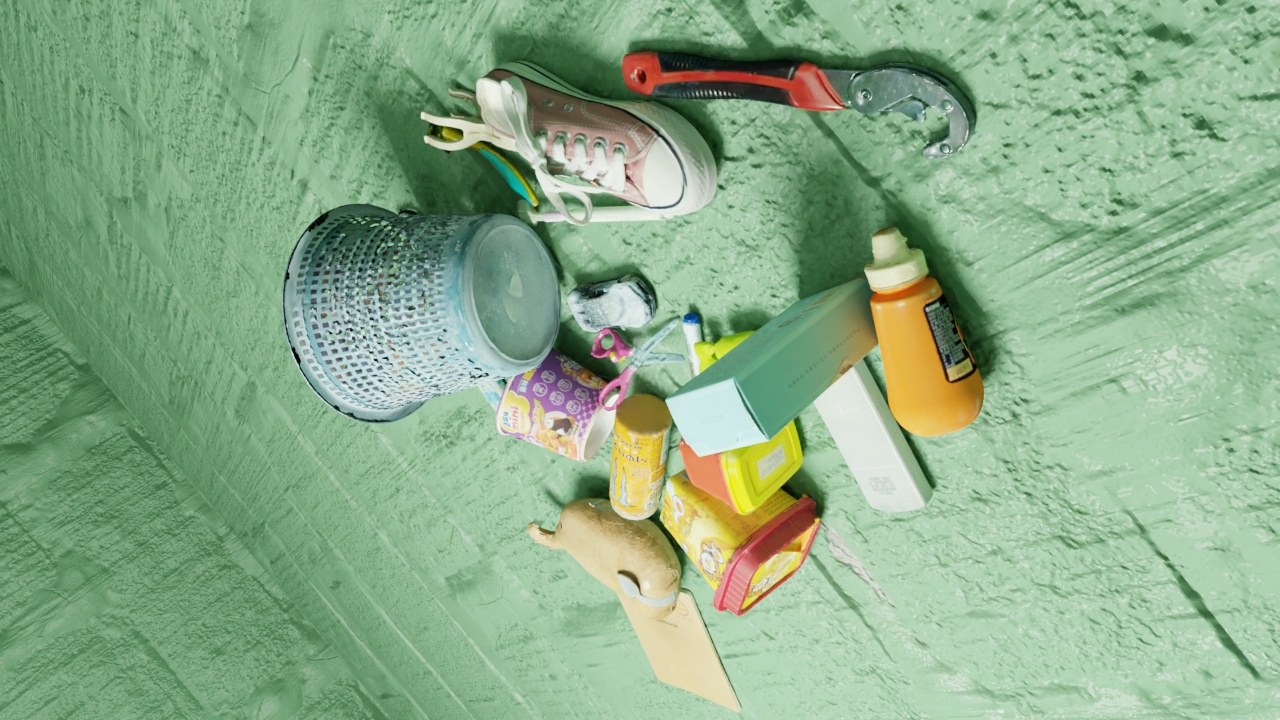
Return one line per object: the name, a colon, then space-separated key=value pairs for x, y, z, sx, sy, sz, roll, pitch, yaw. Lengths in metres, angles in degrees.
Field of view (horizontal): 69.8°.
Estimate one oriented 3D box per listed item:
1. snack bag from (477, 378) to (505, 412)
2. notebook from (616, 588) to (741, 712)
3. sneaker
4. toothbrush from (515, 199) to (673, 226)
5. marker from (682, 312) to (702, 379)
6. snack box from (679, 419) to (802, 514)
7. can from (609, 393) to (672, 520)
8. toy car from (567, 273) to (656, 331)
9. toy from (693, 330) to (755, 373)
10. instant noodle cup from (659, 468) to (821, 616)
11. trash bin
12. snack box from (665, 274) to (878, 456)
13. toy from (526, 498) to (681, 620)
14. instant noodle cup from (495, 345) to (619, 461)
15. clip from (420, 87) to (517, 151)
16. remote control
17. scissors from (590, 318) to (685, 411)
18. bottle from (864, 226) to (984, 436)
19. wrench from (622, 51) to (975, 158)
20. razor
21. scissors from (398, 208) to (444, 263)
snack bag: x=-0.172 y=0.040 z=1.107 sx=0.045 sy=0.026 sz=0.105 roll=-21 pitch=107 yaw=43
notebook: x=0.042 y=0.363 z=1.194 sx=0.148 sy=0.008 sz=0.208 roll=4 pitch=125 yaw=44
sneaker: x=-0.053 y=-0.172 z=0.738 sx=0.241 sy=0.087 sz=0.118 roll=30 pitch=140 yaw=25
toothbrush: x=-0.044 y=-0.133 z=0.824 sx=0.190 sy=0.020 sz=0.029 roll=7 pitch=132 yaw=41
marker: x=0.056 y=0.019 z=0.859 sx=0.017 sy=0.016 sz=0.146 roll=18 pitch=134 yaw=35
snack box: x=0.089 y=0.083 z=0.824 sx=0.080 sy=0.091 sz=0.082 roll=13 pitch=131 yaw=48
can: x=-0.001 y=0.102 z=0.959 sx=0.058 sy=0.058 sz=0.146 roll=31 pitch=140 yaw=23
toy car: x=-0.030 y=-0.052 z=0.872 sx=0.106 sy=0.031 sz=0.049 roll=-6 pitch=119 yaw=47
toy: x=0.091 y=0.005 z=0.795 sx=0.097 sy=0.031 sz=0.100 roll=33 pitch=148 yaw=4
instant noodle cup: x=0.089 y=0.158 z=0.881 sx=0.123 sy=0.115 sz=0.116 roll=42 pitch=146 yaw=28
trash bin: x=-0.194 y=-0.054 z=0.897 sx=0.195 sy=0.225 sz=0.227 roll=-4 pitch=120 yaw=31
snack box: x=0.104 y=0.002 z=0.661 sx=0.074 sy=0.174 sz=0.051 roll=-23 pitch=99 yaw=52
toy: x=-0.045 y=0.220 z=1.095 sx=0.226 sy=0.082 sz=0.144 roll=24 pitch=129 yaw=33
instant noodle cup: x=-0.081 y=0.049 z=0.959 sx=0.099 sy=0.111 sz=0.112 roll=27 pitch=139 yaw=16
clip: x=-0.157 y=-0.208 z=0.834 sx=0.102 sy=0.094 sz=0.035 roll=41 pitch=145 yaw=29
remote control: x=0.186 y=0.060 z=0.756 sx=0.058 sy=0.021 sz=0.150 roll=-13 pitch=112 yaw=51
scissors: x=-0.005 y=0.006 z=0.876 sx=0.136 sy=0.017 sz=0.108 roll=4 pitch=86 yaw=48
bottle: x=0.193 y=-0.023 z=0.646 sx=0.067 sy=0.066 sz=0.149 roll=-5 pitch=111 yaw=48
wrench: x=0.095 y=-0.187 z=0.632 sx=0.274 sy=0.016 sz=0.056 roll=20 pitch=135 yaw=32
razor: x=-0.144 y=-0.186 z=0.870 sx=0.132 sy=0.028 sz=0.043 roll=36 pitch=177 yaw=19
scissors: x=-0.204 y=-0.121 z=1.010 sx=0.175 sy=0.014 sz=0.133 roll=37 pitch=142 yaw=11
